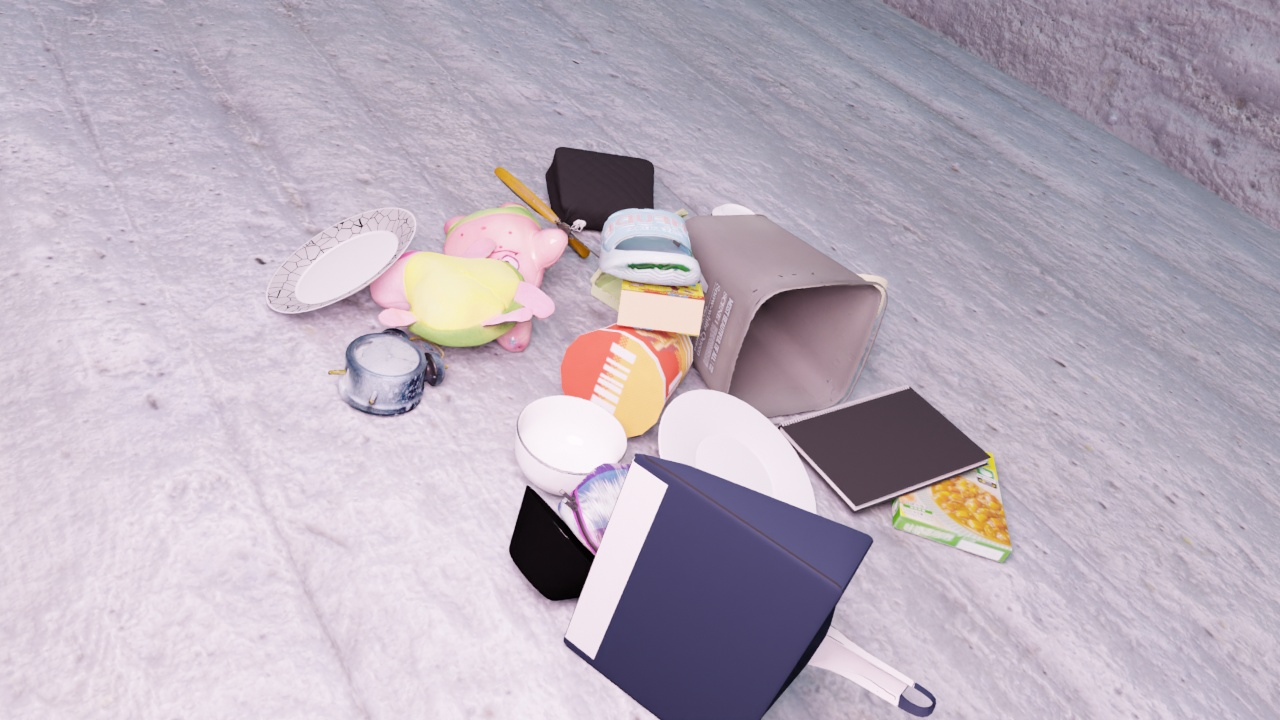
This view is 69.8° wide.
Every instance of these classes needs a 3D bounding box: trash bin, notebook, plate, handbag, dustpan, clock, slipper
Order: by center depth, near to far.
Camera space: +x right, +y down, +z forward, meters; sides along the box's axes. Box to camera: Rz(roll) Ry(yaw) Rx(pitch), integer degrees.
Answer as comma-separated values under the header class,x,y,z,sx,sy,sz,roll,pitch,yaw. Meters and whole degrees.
class,x,y,z,sx,sy,sz,roll,pitch,yaw
dustpan,0.095,0.210,0.713,0.273,0.237,0.079,33,38,18
handbag,0.003,0.182,0.849,0.144,0.068,0.170,12,38,-56
clock,-0.262,0.009,0.970,0.090,0.052,0.129,31,34,16
plate,0.102,0.123,0.974,0.208,0.015,0.208,23,43,-24
plate,-0.338,-0.111,1.048,0.189,0.016,0.188,-16,39,13
slipper,0.002,-0.138,1.048,0.104,0.074,0.245,4,16,-10
notebook,0.288,0.099,1.090,0.206,0.016,0.149,-14,41,-25
trash bin,0.145,-0.065,1.137,0.197,0.198,0.220,-5,37,-27
handbag,-0.064,-0.233,1.359,0.153,0.115,0.125,6,62,-22

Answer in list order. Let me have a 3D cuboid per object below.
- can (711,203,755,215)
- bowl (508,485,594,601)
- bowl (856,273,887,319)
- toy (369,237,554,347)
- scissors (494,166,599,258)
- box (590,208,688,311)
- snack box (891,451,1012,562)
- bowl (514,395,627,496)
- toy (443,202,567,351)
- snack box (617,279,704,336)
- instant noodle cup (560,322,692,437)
class,x,y,z,sx,sy,sz,roll,pitch,yaw
can,0.116,-0.147,1.269,0.072,0.129,0.071,12,37,-10
bowl,-0.080,0.174,0.815,0.052,0.124,0.124,-41,60,-7
bowl,0.286,-0.072,1.286,0.118,0.118,0.074,4,81,-20
toy,-0.211,-0.073,1.032,0.238,0.088,0.189,14,45,23
scissors,-0.112,-0.180,1.181,0.225,0.016,0.225,42,-1,-4
box,0.016,-0.127,1.260,0.083,0.092,0.187,50,45,2
snack box,0.360,0.151,1.081,0.132,0.027,0.167,17,36,0
bowl,-0.075,0.094,0.930,0.113,0.063,0.113,12,37,-9
toy,-0.175,-0.110,1.125,0.192,0.097,0.236,-19,56,3
snack box,0.022,-0.068,1.030,0.088,0.040,0.125,7,17,-2
instant noodle cup,-0.006,0.006,1.037,0.123,0.124,0.120,29,30,13
